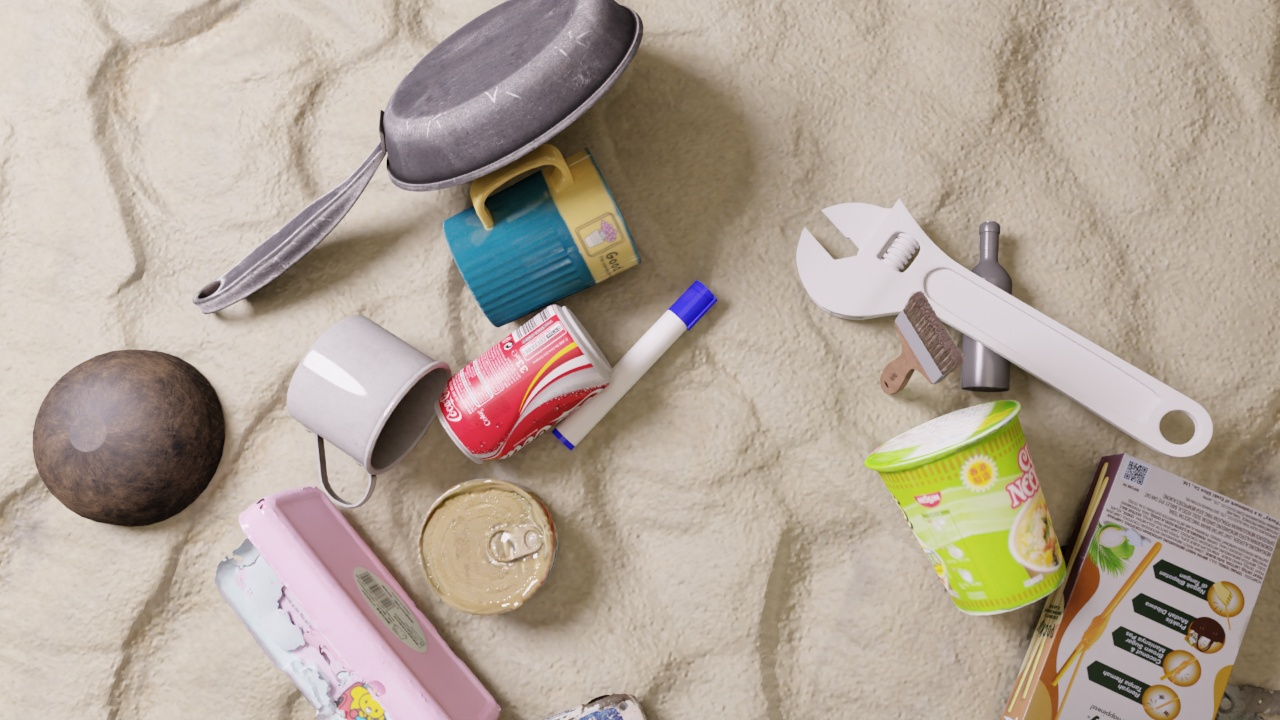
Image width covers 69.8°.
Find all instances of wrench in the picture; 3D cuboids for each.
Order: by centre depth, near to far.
[{"bbox_3d":[0.221,-0.016,0.584,0.273,0.018,0.087,36,93,18],"label":"wrench"}]

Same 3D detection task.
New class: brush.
[{"bbox_3d":[0.161,0.002,0.550,0.008,0.143,0.045,-26,74,-3],"label":"brush"}]

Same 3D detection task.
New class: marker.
[{"bbox_3d":[-0.004,0.004,0.618,0.020,0.020,0.141,43,86,6],"label":"marker"}]

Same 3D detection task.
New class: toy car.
[{"bbox_3d":[-0.048,0.248,0.577,0.113,0.040,0.048,-22,83,-2],"label":"toy car"}]

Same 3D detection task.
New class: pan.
[{"bbox_3d":[-0.159,-0.134,0.594,0.357,0.055,0.187,-28,38,8],"label":"pan"}]

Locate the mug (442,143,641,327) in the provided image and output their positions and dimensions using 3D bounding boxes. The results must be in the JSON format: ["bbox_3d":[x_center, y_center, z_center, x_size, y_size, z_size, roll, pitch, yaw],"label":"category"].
[{"bbox_3d":[-0.068,-0.087,0.587,0.107,0.114,0.083,-24,57,1],"label":"mug"}]

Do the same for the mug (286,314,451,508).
[{"bbox_3d":[-0.181,0.034,0.589,0.070,0.084,0.113,32,89,8],"label":"mug"}]

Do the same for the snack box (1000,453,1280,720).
[{"bbox_3d":[0.308,0.164,0.567,0.101,0.032,0.186,24,82,7],"label":"snack box"}]

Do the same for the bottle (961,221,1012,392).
[{"bbox_3d":[0.231,-0.037,0.610,0.030,0.030,0.113,4,83,2],"label":"bottle"}]

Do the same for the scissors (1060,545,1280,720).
[{"bbox_3d":[0.329,0.224,0.580,0.210,0.015,0.146,33,82,7],"label":"scissors"}]

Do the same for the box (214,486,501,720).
[{"bbox_3d":[-0.191,0.184,0.575,0.103,0.087,0.202,-43,84,9],"label":"box"}]

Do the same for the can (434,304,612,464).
[{"bbox_3d":[-0.075,0.016,0.593,0.105,0.064,0.064,-36,83,2],"label":"can"}]

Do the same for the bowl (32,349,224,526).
[{"bbox_3d":[-0.347,0.049,0.605,0.121,0.056,0.121,0,83,2],"label":"bowl"}]

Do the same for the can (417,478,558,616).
[{"bbox_3d":[-0.097,0.119,0.594,0.086,0.043,0.086,0,83,2],"label":"can"}]

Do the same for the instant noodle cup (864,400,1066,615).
[{"bbox_3d":[0.207,0.092,0.567,0.099,0.099,0.108,-25,90,-2],"label":"instant noodle cup"}]
